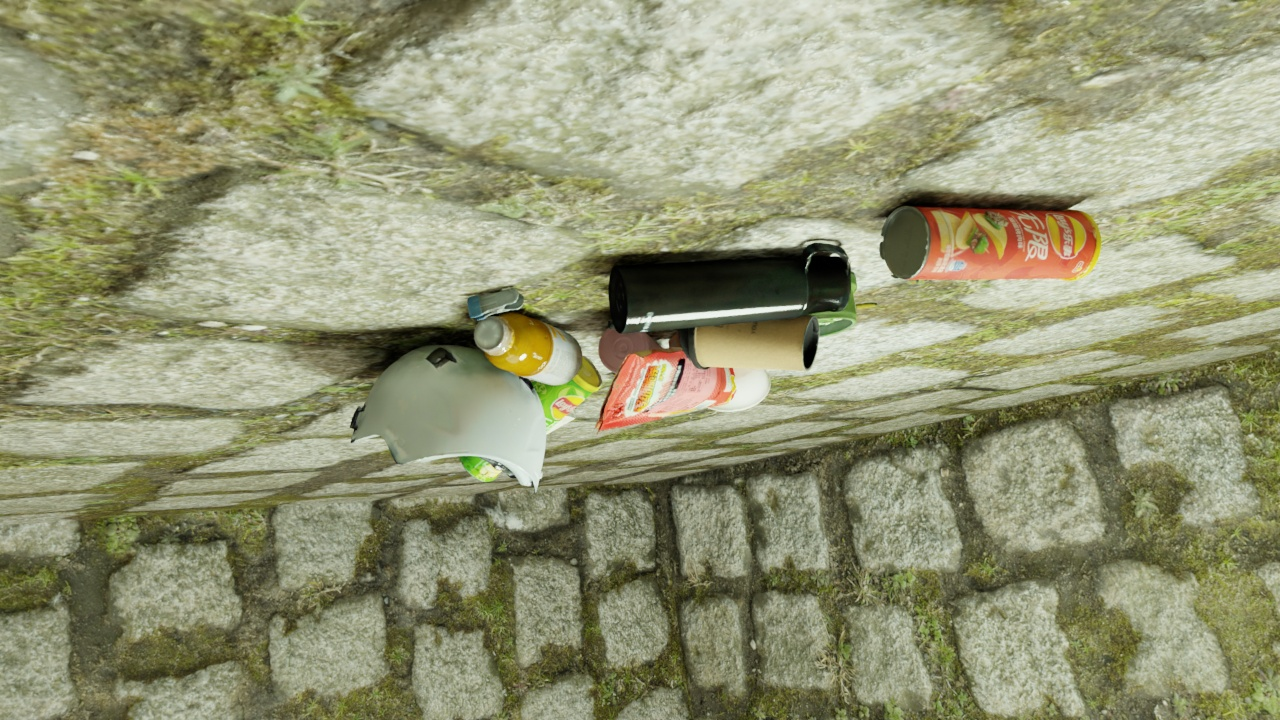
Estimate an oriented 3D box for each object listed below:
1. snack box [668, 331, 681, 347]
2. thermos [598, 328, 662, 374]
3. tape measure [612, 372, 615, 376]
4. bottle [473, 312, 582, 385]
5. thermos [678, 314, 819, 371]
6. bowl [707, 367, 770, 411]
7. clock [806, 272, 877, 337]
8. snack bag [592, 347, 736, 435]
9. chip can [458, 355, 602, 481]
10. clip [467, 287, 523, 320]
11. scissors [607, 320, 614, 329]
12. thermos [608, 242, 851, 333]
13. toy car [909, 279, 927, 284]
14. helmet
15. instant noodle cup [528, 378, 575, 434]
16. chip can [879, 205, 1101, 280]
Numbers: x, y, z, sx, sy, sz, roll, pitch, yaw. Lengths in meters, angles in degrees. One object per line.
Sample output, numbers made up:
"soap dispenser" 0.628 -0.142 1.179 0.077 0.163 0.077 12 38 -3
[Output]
"snack box" 0.123 -0.032 1.234 0.157 0.026 0.085 -4 168 -16
"thermos" -0.007 0.007 1.217 0.087 0.067 0.198 -36 165 4
"tape measure" -0.005 0.012 1.354 0.060 0.029 0.057 -3 167 -26
"bottle" -0.128 -0.014 1.046 0.068 0.068 0.189 -12 168 17
"thermos" 0.119 -0.028 1.010 0.143 0.093 0.093 9 177 27
"bowl" 0.125 0.010 1.309 0.118 0.118 0.065 -8 131 0
"clock" 0.184 -0.057 1.078 0.162 0.056 0.116 -17 164 40
"snack bag" 0.034 0.031 1.142 0.207 0.073 0.129 -5 135 -48
"chip can" -0.154 0.076 1.240 0.222 0.072 0.072 -41 157 16
"clip" -0.147 -0.059 0.936 0.058 0.026 0.038 -15 160 15
"scissors" 0.004 -0.045 1.029 0.162 0.014 0.165 -11 -176 -37
"thermos" 0.093 -0.079 0.925 0.242 0.068 0.090 -7 138 -15
"toy car" 0.321 -0.106 0.993 0.056 0.037 0.122 -11 -179 26
"helmet" -0.222 0.056 1.111 0.228 0.146 0.259 18 175 -28
"instant noodle cup" -0.172 0.071 1.352 0.124 0.116 0.116 -22 166 11
"chip can" 0.338 -0.113 0.882 0.216 0.073 0.073 -1 167 -23
